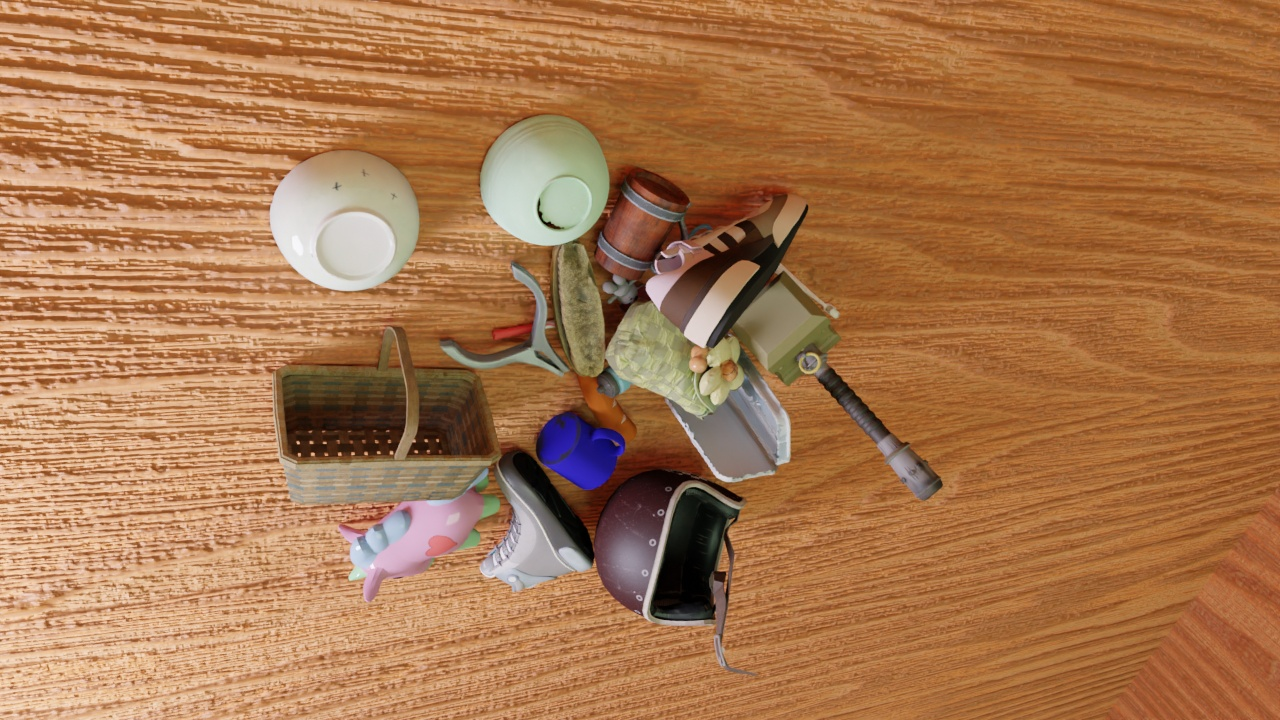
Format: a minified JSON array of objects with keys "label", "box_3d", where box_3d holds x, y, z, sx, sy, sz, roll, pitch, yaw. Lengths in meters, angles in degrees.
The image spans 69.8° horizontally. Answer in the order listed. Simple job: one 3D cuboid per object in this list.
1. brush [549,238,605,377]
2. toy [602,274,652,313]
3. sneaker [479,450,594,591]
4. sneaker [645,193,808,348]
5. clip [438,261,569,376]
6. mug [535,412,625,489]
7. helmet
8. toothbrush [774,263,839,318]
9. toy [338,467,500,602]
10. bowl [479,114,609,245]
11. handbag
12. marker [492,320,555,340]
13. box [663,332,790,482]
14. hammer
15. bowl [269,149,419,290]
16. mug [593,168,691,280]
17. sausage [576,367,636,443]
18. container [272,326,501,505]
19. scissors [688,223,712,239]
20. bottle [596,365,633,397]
[{"label":"brush","box_3d":[-0.077,-0.064,1.140,0.059,0.043,0.196,-16,121,-18]},{"label":"toy","box_3d":[-0.018,-0.085,1.157,0.049,0.030,0.111,-41,161,6]},{"label":"sneaker","box_3d":[-0.180,0.242,1.314,0.160,0.093,0.257,-27,132,6]},{"label":"sneaker","box_3d":[0.101,-0.130,1.113,0.292,0.116,0.112,-50,169,-40]},{"label":"clip","box_3d":[-0.149,-0.056,1.116,0.168,0.031,0.165,10,114,-22]},{"label":"mug","box_3d":[-0.074,0.120,1.258,0.111,0.079,0.083,-21,139,28]},{"label":"helmet","box_3d":[0.057,0.281,1.339,0.253,0.234,0.233,14,93,-1]},{"label":"toothbrush","box_3d":[0.227,-0.103,1.293,0.181,0.018,0.016,30,105,-39]},{"label":"toy","box_3d":[-0.289,0.216,1.212,0.170,0.120,0.223,-2,138,-42]},{"label":"bowl","box_3d":[-0.097,-0.189,1.022,0.150,0.077,0.151,-14,129,-18]},{"label":"handbag","box_3d":[0.054,-0.001,1.160,0.186,0.117,0.113,26,77,-35]},{"label":"marker","box_3d":[-0.118,-0.045,1.164,0.142,0.012,0.013,-12,129,-19]},{"label":"box","box_3d":[0.125,0.057,1.235,0.129,0.210,0.106,-13,127,-20]},{"label":"hammer","box_3d":[0.269,0.048,1.198,0.101,0.325,0.190,-42,161,8]},{"label":"bowl","box_3d":[-0.303,-0.136,0.961,0.153,0.073,0.154,-13,128,-18]},{"label":"mug","box_3d":[0.012,-0.157,1.102,0.117,0.081,0.111,11,122,-33]},{"label":"sausage","box_3d":[-0.048,0.059,1.263,0.044,0.039,0.164,-36,134,-11]},{"label":"container","box_3d":[-0.292,0.064,1.067,0.249,0.157,0.187,2,135,-28]},{"label":"scissors","box_3d":[0.060,-0.118,1.203,0.055,0.015,0.137,17,122,-34]},{"label":"bottle","box_3d":[-0.007,0.007,1.216,0.129,0.040,0.040,-35,137,-28]}]
